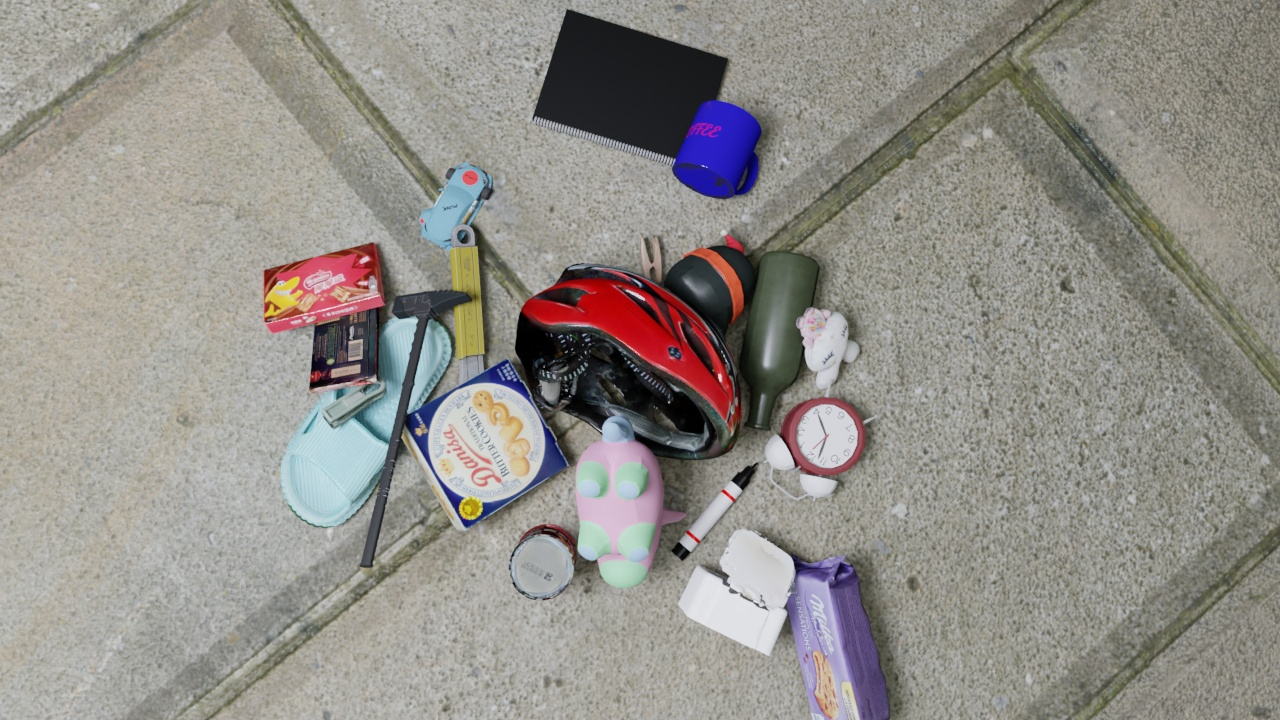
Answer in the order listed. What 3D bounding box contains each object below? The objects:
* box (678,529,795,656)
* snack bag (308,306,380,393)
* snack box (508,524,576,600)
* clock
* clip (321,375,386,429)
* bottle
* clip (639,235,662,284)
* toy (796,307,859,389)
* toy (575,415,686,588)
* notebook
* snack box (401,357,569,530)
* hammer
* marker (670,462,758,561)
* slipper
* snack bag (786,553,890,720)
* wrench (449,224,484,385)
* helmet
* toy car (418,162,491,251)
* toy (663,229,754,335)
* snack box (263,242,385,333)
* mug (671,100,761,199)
[{"bbox_3d":[0.119,0.247,1.039,0.110,0.103,0.130,24,82,-1],"label":"box"},{"bbox_3d":[-0.333,-0.030,1.037,0.074,0.018,0.155,-10,50,-2],"label":"snack bag"},{"bbox_3d":[-0.107,0.222,1.017,0.072,0.121,0.072,0,84,-3],"label":"snack box"},{"bbox_3d":[0.208,0.099,1.081,0.096,0.048,0.137,38,83,0],"label":"clock"},{"bbox_3d":[-0.312,0.044,1.006,0.076,0.047,0.023,-38,81,-22],"label":"clip"},{"bbox_3d":[0.157,-0.021,1.077,0.071,0.071,0.206,12,85,-2],"label":"bottle"},{"bbox_3d":[0.015,-0.121,1.102,0.047,0.025,0.062,22,86,-2],"label":"clip"},{"bbox_3d":[0.217,-0.019,1.065,0.037,0.125,0.075,27,74,42],"label":"toy"},{"bbox_3d":[-0.018,0.143,0.980,0.120,0.170,0.222,1,113,8],"label":"toy"},{"bbox_3d":[-0.012,-0.329,1.122,0.206,0.016,0.149,17,84,-2],"label":"notebook"},{"bbox_3d":[-0.177,0.094,1.035,0.144,0.043,0.144,-32,97,-24],"label":"snack box"},{"bbox_3d":[-0.248,0.061,0.970,0.095,0.015,0.324,-7,57,18],"label":"hammer"},{"bbox_3d":[0.090,0.175,1.083,0.019,0.019,0.145,41,84,1],"label":"marker"},{"bbox_3d":[-0.317,0.062,1.047,0.116,0.069,0.276,34,84,3],"label":"slipper"},{"bbox_3d":[0.224,0.322,1.044,0.058,0.096,0.205,-10,86,-26],"label":"snack bag"},{"bbox_3d":[-0.203,-0.023,1.069,0.083,0.018,0.273,-4,88,-30],"label":"wrench"},{"bbox_3d":[-0.006,0.006,1.000,0.272,0.218,0.166,31,61,6],"label":"helmet"},{"bbox_3d":[-0.220,-0.187,1.091,0.060,0.027,0.107,29,84,-1],"label":"toy car"},{"bbox_3d":[0.086,-0.088,1.069,0.119,0.100,0.097,-34,54,-22],"label":"toy"},{"bbox_3d":[-0.365,-0.084,1.058,0.133,0.021,0.089,-15,54,-4],"label":"snack box"},{"bbox_3d":[0.099,-0.239,1.086,0.111,0.079,0.083,34,75,-41],"label":"mug"}]
